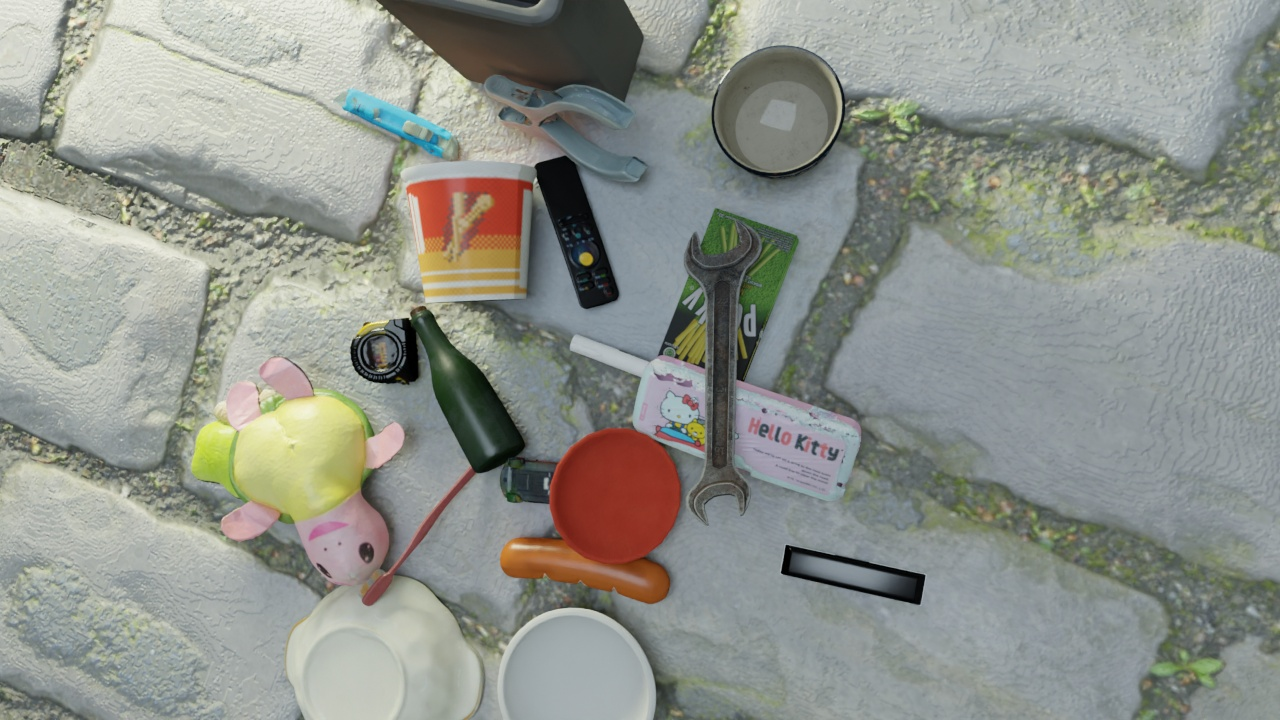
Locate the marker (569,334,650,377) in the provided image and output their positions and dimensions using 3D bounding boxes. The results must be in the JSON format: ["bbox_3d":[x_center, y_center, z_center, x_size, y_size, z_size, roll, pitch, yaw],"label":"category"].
[{"bbox_3d":[-0.005,0.005,0.865,0.133,0.020,0.017,21,105,14],"label":"marker"}]

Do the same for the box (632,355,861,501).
[{"bbox_3d":[0.092,0.058,0.812,0.202,0.044,0.086,19,119,14],"label":"box"}]

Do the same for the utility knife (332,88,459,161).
[{"bbox_3d":[-0.250,-0.244,0.943,0.158,0.015,0.031,25,88,15],"label":"utility knife"}]

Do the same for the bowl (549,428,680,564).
[{"bbox_3d":[-0.026,0.122,0.836,0.122,0.035,0.122,0,90,-16],"label":"bowl"}]

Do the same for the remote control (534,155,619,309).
[{"bbox_3d":[-0.062,-0.124,0.885,0.041,0.020,0.152,-17,82,-13],"label":"remote control"}]

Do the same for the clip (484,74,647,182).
[{"bbox_3d":[-0.063,-0.207,0.876,0.172,0.143,0.029,22,67,29],"label":"clip"}]

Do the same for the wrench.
[{"bbox_3d":[0.070,0.005,0.793,0.070,0.010,0.273,0,74,9],"label":"wrench"}]

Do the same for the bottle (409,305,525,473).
[{"bbox_3d":[-0.176,0.022,0.889,0.055,0.055,0.174,-33,78,9],"label":"bottle"}]

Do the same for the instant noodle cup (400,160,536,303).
[{"bbox_3d":[-0.158,-0.117,0.864,0.123,0.123,0.121,-2,94,13],"label":"instant noodle cup"}]

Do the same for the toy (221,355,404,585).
[{"bbox_3d":[-0.322,0.109,0.901,0.190,0.088,0.238,-32,84,-13],"label":"toy"}]

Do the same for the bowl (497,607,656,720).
[{"bbox_3d":[-0.055,0.300,0.847,0.150,0.043,0.149,-1,86,14],"label":"bowl"}]

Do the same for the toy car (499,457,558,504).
[{"bbox_3d":[-0.088,0.114,0.868,0.091,0.036,0.042,2,92,7],"label":"toy car"}]

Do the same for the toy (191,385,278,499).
[{"bbox_3d":[-0.411,0.080,0.947,0.092,0.046,0.115,20,85,13],"label":"toy"}]

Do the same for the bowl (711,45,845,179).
[{"bbox_3d":[0.126,-0.216,0.827,0.116,0.059,0.115,-1,86,14],"label":"bowl"}]

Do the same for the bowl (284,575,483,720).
[{"bbox_3d":[-0.265,0.306,0.890,0.219,0.060,0.188,5,87,15],"label":"bowl"}]

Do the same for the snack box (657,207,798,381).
[{"bbox_3d":[0.081,-0.056,0.845,0.080,0.025,0.147,22,92,14],"label":"snack box"}]

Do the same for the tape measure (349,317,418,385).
[{"bbox_3d":[-0.255,-0.007,0.919,0.062,0.038,0.067,-6,88,5],"label":"tape measure"}]

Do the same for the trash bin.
[{"bbox_3d":[-0.115,-0.312,0.808,0.192,0.219,0.097,17,90,14],"label":"trash bin"}]

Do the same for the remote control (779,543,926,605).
[{"bbox_3d":[0.187,0.189,0.811,0.124,0.011,0.028,10,89,14],"label":"remote control"}]

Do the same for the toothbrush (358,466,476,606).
[{"bbox_3d":[-0.208,0.160,0.891,0.184,0.015,0.016,-51,45,-8],"label":"toothbrush"}]

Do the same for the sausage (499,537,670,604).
[{"bbox_3d":[-0.053,0.193,0.855,0.164,0.039,0.044,8,114,14],"label":"sausage"}]
